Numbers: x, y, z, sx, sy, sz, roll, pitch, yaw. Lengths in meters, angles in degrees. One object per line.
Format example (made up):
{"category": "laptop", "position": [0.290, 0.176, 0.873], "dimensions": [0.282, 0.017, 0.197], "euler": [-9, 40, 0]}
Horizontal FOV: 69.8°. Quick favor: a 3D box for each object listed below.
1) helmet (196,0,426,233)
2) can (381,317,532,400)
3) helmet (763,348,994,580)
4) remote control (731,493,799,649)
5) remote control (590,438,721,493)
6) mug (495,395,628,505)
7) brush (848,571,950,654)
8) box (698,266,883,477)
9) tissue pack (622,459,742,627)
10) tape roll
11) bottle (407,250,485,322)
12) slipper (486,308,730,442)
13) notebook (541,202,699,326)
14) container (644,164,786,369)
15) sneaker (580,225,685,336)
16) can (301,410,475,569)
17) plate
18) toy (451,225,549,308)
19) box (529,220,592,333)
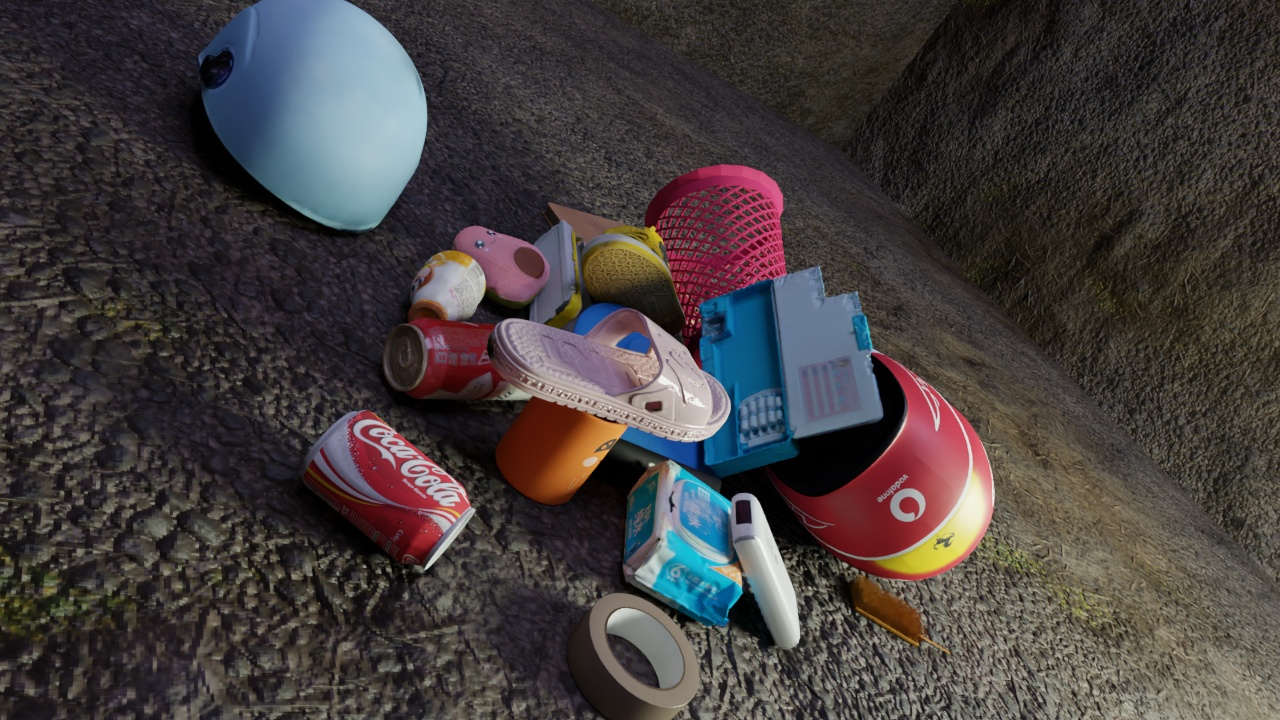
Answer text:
{"category": "helmet", "position": [-0.311, -0.257, 0.909], "dimensions": [0.225, 0.167, 0.265], "euler": [26, 34, -44]}
{"category": "can", "position": [-0.138, 0.001, 0.799], "dimensions": [0.170, 0.067, 0.067], "euler": [4, 40, -51]}
{"category": "helmet", "position": [0.246, 0.108, 0.963], "dimensions": [0.224, 0.198, 0.270], "euler": [40, 10, -34]}
{"category": "remote control", "position": [0.107, 0.180, 0.783], "dimensions": [0.060, 0.025, 0.138], "euler": [-82, 152, -60]}
{"category": "remote control", "position": [0.010, 0.105, 0.844], "dimensions": [0.151, 0.041, 0.020], "euler": [24, 3, -26]}
{"category": "mug", "position": [-0.061, 0.052, 0.777], "dimensions": [0.077, 0.096, 0.112], "euler": [34, 25, -8]}
{"category": "brush", "position": [0.271, 0.266, 0.944], "dimensions": [0.126, 0.017, 0.048], "euler": [32, 25, -11]}
{"category": "box", "position": [0.148, -0.001, 0.944], "dimensions": [0.039, 0.182, 0.226], "euler": [53, 28, -41]}
{"category": "tissue pack", "position": [0.037, 0.150, 0.779], "dimensions": [0.093, 0.062, 0.144], "euler": [33, 25, -14]}
{"category": "tape roll", "position": [-0.005, 0.212, 0.651], "dimensions": [0.093, 0.030, 0.093], "euler": [30, 25, -16]}
{"category": "bottle", "position": [-0.183, -0.059, 0.848], "dimensions": [0.063, 0.063, 0.108], "euler": [33, 25, -11]}
{"category": "slipper", "position": [-0.007, 0.004, 0.738], "dimensions": [0.239, 0.065, 0.094], "euler": [15, 33, -38]}
{"category": "notebook", "position": [-0.022, -0.128, 1.237], "dimensions": [0.168, 0.022, 0.210], "euler": [7, 38, -47]}
{"category": "container", "position": [0.110, -0.099, 1.156], "dimensions": [0.183, 0.184, 0.225], "euler": [19, 50, -35]}
{"category": "sneaker", "position": [-0.016, -0.113, 1.027], "dimensions": [0.238, 0.086, 0.122], "euler": [55, 16, -65]}
{"category": "can", "position": [-0.167, 0.086, 0.613], "dimensions": [0.105, 0.064, 0.064], "euler": [39, 24, 2]}
{"category": "plate", "position": [0.020, 0.031, 0.936], "dimensions": [0.224, 0.024, 0.223], "euler": [36, 34, -30]}
{"category": "toy", "position": [-0.152, -0.101, 0.973], "dimensions": [0.110, 0.051, 0.089], "euler": [29, 48, 8]}
{"category": "box", "position": [-0.089, -0.085, 1.022], "dimensions": [0.044, 0.066, 0.209], "euler": [45, 19, -30]}
